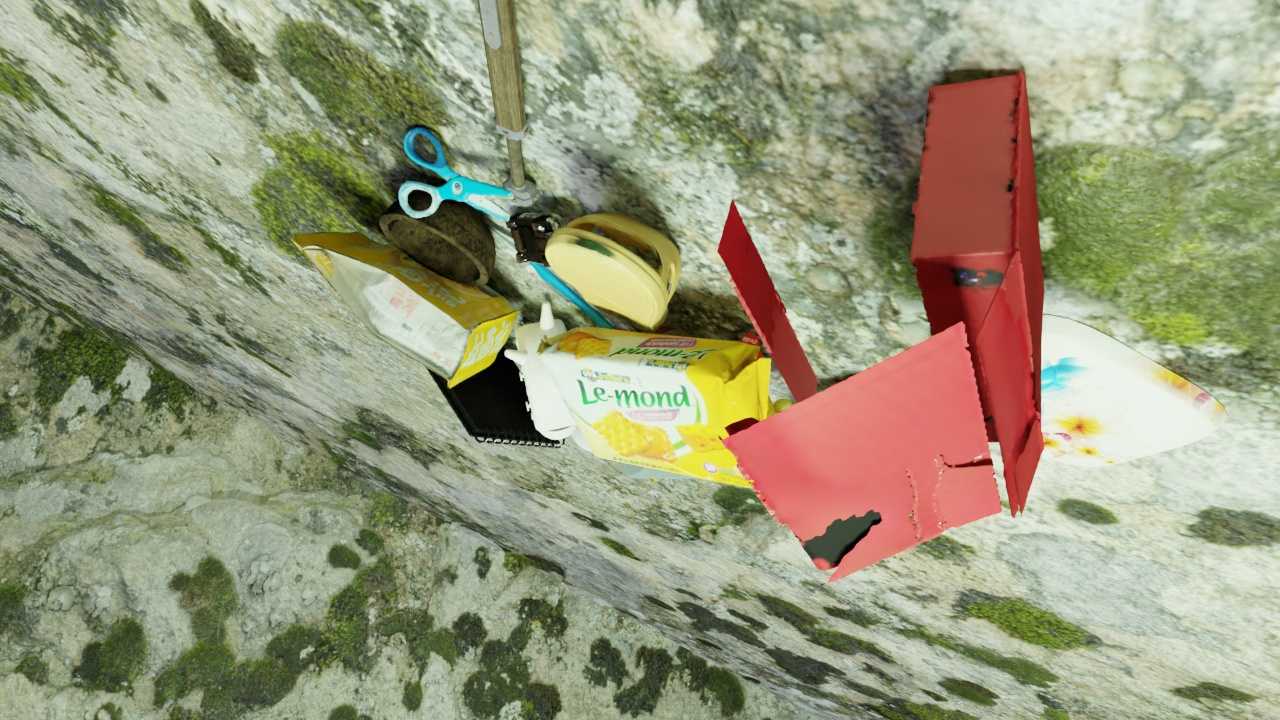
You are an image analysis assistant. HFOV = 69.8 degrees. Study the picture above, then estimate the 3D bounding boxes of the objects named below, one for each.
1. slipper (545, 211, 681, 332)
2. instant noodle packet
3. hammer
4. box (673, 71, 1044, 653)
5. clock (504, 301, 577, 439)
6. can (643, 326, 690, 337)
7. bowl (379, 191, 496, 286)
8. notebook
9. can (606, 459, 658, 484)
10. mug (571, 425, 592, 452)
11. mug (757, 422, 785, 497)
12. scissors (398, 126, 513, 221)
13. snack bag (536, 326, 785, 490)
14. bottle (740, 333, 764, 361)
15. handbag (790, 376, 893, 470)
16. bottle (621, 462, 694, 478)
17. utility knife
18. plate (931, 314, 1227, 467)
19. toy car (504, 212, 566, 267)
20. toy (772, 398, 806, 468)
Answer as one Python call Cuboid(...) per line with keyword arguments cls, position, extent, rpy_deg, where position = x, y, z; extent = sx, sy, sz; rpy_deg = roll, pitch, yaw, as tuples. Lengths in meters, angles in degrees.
Cuboid(cls="slipper", position=(-0.011, -0.084, 0.819), extent=(0.099, 0.078, 0.263), rpy_deg=(26, 175, 7))
Cuboid(cls="instant noodle packet", position=(-0.252, -0.078, 0.997), extent=(0.221, 0.084, 0.162), rpy_deg=(35, -165, 1))
Cuboid(cls="hammer", position=(-0.098, -0.210, 0.694), extent=(0.147, 0.028, 0.317), rpy_deg=(24, 158, 8))
Cuboid(cls="box", position=(0.173, 0.017, 0.531), extent=(0.124, 0.315, 0.211), rpy_deg=(24, 161, 37))
Cuboid(cls="clock", position=(-0.114, 0.020, 1.066), extent=(0.073, 0.125, 0.161), rpy_deg=(-12, 155, -8))
Cuboid(cls="can", position=(-0.006, 0.006, 1.013), extent=(0.067, 0.067, 0.171), rpy_deg=(36, 155, -22))
Cuboid(cls="bowl", position=(-0.195, -0.132, 0.928), extent=(0.121, 0.056, 0.121), rpy_deg=(24, 161, 8))
Cuboid(cls="notebook", position=(-0.181, 0.033, 1.103), extent=(0.169, 0.019, 0.231), rpy_deg=(54, -169, 17))
Cuboid(cls="can", position=(0.010, 0.096, 1.139), extent=(0.068, 0.105, 0.068), rpy_deg=(25, 162, 9))
Cuboid(cls="mug", position=(-0.054, 0.071, 1.214), extent=(0.114, 0.080, 0.088), rpy_deg=(64, 156, -7))
Cuboid(cls="mug", position=(0.139, 0.102, 1.071), extent=(0.097, 0.078, 0.112), rpy_deg=(39, -177, -28))
Cuboid(cls="scissors", position=(-0.165, -0.167, 0.822), extent=(0.141, 0.090, 0.014), rpy_deg=(14, -160, 30))
Cuboid(cls="snack bag", position=(0.028, 0.040, 0.891), extent=(0.248, 0.068, 0.160), rpy_deg=(7, 136, 33))
Cuboid(cls="bottle", position=(0.107, 0.007, 0.933), extent=(0.036, 0.036, 0.119), rpy_deg=(21, 157, 12))
Cuboid(cls="handbag", position=(0.213, 0.087, 0.880), extent=(0.106, 0.121, 0.067), rpy_deg=(39, 146, -20))
Cuboid(cls="bottle", position=(0.058, 0.110, 1.090), extent=(0.161, 0.046, 0.072), rpy_deg=(7, 139, -42))
Cuboid(cls="utility knife", position=(-0.082, -0.075, 0.934), extent=(0.209, 0.015, 0.031), rpy_deg=(42, 171, 3))
Cuboid(cls="plate", position=(0.350, 0.035, 0.758), extent=(0.187, 0.016, 0.187), rpy_deg=(28, 158, -5))
Cuboid(cls="toy car", position=(-0.093, -0.117, 0.867), extent=(0.113, 0.040, 0.048), rpy_deg=(18, 126, 57))
Cuboid(cls="toy", position=(0.166, 0.097, 0.949), extent=(0.097, 0.124, 0.132), rpy_deg=(20, 154, 4))
